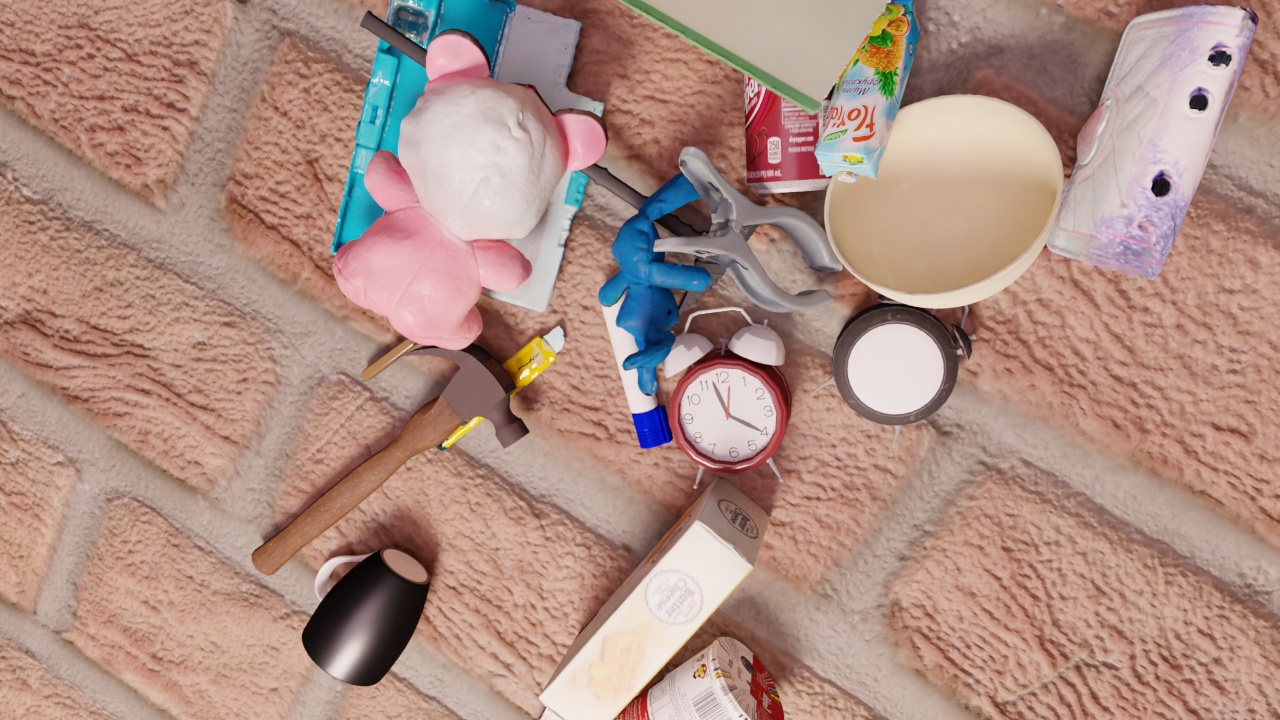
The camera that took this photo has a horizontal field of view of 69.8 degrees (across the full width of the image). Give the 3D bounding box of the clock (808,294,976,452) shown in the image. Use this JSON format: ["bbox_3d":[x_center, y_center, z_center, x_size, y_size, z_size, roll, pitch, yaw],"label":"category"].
[{"bbox_3d":[0.192,-0.001,0.681,0.091,0.043,0.123,35,107,5],"label":"clock"}]

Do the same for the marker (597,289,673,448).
[{"bbox_3d":[-0.004,0.004,0.740,0.027,0.023,0.133,-13,98,19],"label":"marker"}]

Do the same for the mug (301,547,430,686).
[{"bbox_3d":[-0.246,0.212,0.820,0.119,0.085,0.100,39,96,34],"label":"mug"}]

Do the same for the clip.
[{"bbox_3d":[0.077,-0.067,0.643,0.163,0.028,0.107,27,73,-32],"label":"clip"}]

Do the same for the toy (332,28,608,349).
[{"bbox_3d":[-0.129,-0.112,0.658,0.142,0.084,0.213,33,108,-12],"label":"toy"}]

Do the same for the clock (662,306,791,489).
[{"bbox_3d":[0.068,0.027,0.714,0.096,0.048,0.137,-7,101,15],"label":"clock"}]

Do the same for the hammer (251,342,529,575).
[{"bbox_3d":[-0.236,0.098,0.802,0.324,0.033,0.115,-38,91,22],"label":"hammer"}]

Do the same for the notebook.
[{"bbox_3d":[0.056,-0.298,0.626,0.252,0.010,0.181,33,78,5],"label":"notebook"}]

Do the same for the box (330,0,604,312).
[{"bbox_3d":[-0.129,-0.169,0.719,0.185,0.056,0.227,16,102,-8],"label":"box"}]

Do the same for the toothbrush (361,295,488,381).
[{"bbox_3d":[-0.175,-0.029,0.779,0.167,0.016,0.016,-34,91,17],"label":"toothbrush"}]

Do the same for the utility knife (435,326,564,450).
[{"bbox_3d":[-0.124,0.024,0.779,0.163,0.017,0.030,-39,101,15],"label":"utility knife"}]

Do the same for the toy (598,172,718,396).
[{"bbox_3d":[0.010,-0.055,0.662,0.071,0.113,0.176,10,98,-12],"label":"toy"}]

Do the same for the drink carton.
[{"bbox_3d":[0.155,-0.184,0.625,0.044,0.038,0.128,11,75,32],"label":"drink carton"}]

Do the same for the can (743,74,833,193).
[{"bbox_3d":[0.106,-0.179,0.655,0.063,0.063,0.114,-1,101,14],"label":"can"}]

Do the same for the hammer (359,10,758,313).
[{"bbox_3d":[-0.068,-0.156,0.690,0.325,0.015,0.095,33,107,-8],"label":"hammer"}]

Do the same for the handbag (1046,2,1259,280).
[{"bbox_3d":[0.317,-0.136,0.580,0.069,0.126,0.159,19,106,12],"label":"handbag"}]

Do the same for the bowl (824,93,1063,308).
[{"bbox_3d":[0.209,-0.097,0.628,0.151,0.075,0.150,-12,63,24],"label":"bowl"}]

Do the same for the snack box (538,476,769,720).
[{"bbox_3d":[0.012,0.197,0.733,0.057,0.104,0.208,40,107,3],"label":"snack box"}]

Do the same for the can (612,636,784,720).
[{"bbox_3d":[0.047,0.295,0.755,0.117,0.086,0.086,-40,90,18],"label":"can"}]

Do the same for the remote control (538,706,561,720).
[{"bbox_3d":[-0.026,0.359,0.821,0.150,0.022,0.047,29,106,4],"label":"remote control"}]
